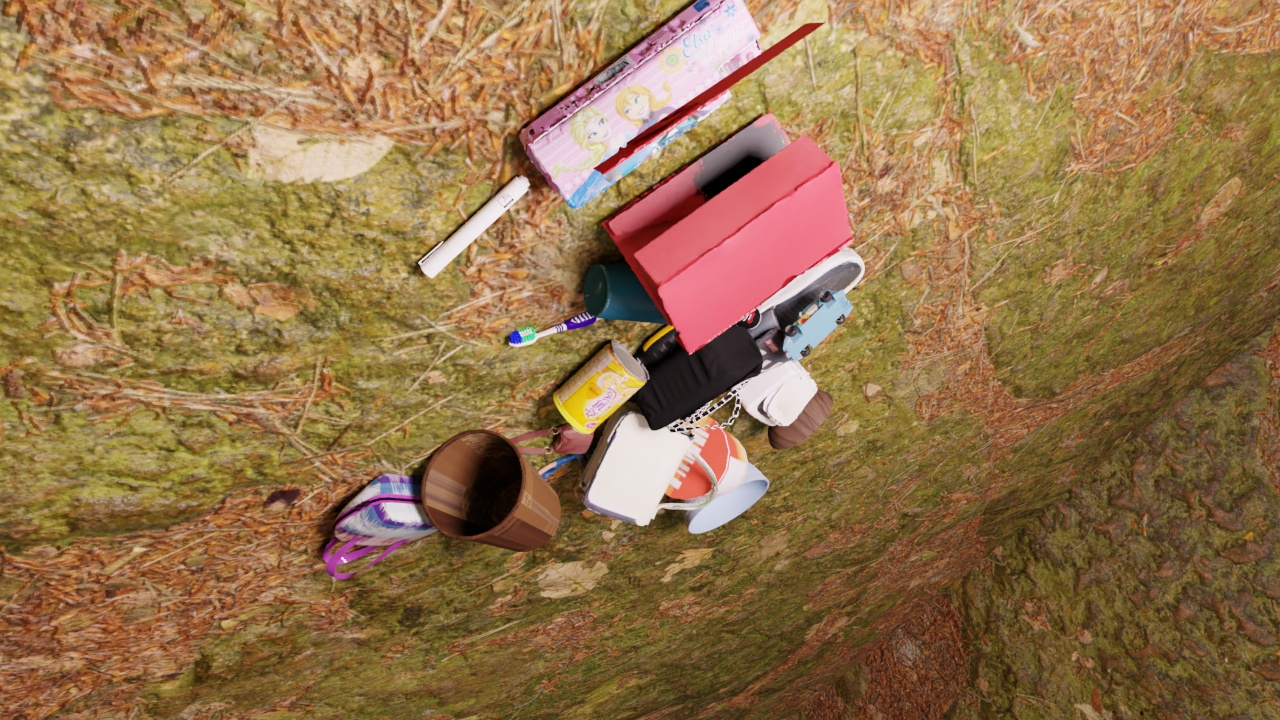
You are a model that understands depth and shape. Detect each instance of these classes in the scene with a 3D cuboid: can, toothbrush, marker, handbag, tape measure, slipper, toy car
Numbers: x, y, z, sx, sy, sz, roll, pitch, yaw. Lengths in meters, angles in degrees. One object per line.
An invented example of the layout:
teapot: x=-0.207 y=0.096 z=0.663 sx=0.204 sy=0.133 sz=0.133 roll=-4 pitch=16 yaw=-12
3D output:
can: x=0.120 y=-0.064 z=1.153 sx=0.032 sy=0.031 sz=0.080 roll=-44 pitch=145 yaw=18
toothbrush: x=-0.007 y=0.007 z=1.146 sx=0.197 sy=0.030 sz=0.031 roll=-40 pitch=131 yaw=16
toothbrush: x=-0.119 y=0.146 z=1.252 sx=0.135 sy=0.017 sz=0.021 roll=-36 pitch=143 yaw=11
marker: x=-0.156 y=-0.127 z=0.861 sx=0.134 sy=0.017 sz=0.020 roll=-40 pitch=110 yaw=12
handbag: x=0.086 y=0.033 z=1.152 sx=0.154 sy=0.114 sz=0.124 roll=-40 pitch=169 yaw=32
toothbrush: x=-0.062 y=-0.047 z=1.043 sx=0.186 sy=0.015 sz=0.016 roll=-18 pitch=140 yaw=-21
tape measure: x=-0.051 y=0.140 z=1.278 sx=0.058 sy=0.036 sz=0.066 roll=-30 pitch=147 yaw=-4
handbag: x=0.021 y=0.148 z=1.235 sx=0.176 sy=0.074 sz=0.151 roll=22 pitch=103 yaw=-14
slipper: x=0.196 y=-0.041 z=1.220 sx=0.264 sy=0.063 sz=0.111 roll=-43 pitch=145 yaw=12
handbag: x=-0.122 y=0.105 z=1.188 sx=0.119 sy=0.029 sz=0.055 roll=-4 pitch=136 yaw=-28
can: x=-0.049 y=0.033 z=1.111 sx=0.105 sy=0.067 sz=0.067 roll=-42 pitch=146 yaw=15
toy car: x=0.218 y=-0.048 z=1.170 sx=0.108 sy=0.027 sz=0.060 roll=-43 pitch=135 yaw=0
handbag: x=-0.331 y=0.216 z=1.136 sx=0.170 sy=0.068 sz=0.144 roll=-40 pitch=147 yaw=25

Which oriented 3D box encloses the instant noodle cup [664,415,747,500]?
instant noodle cup: x=0.091 y=0.144 z=1.332 sx=0.123 sy=0.123 sz=0.121 roll=-41 pitch=154 yaw=13

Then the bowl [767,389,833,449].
bowl: x=0.234 y=0.080 z=1.392 sx=0.119 sy=0.119 sz=0.032 roll=-40 pitch=106 yaw=12

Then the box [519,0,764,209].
box: x=0.007 y=-0.229 z=0.816 sx=0.230 sy=0.063 sz=0.084 roll=-35 pitch=147 yaw=5

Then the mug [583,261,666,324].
mug: x=0.003 y=-0.076 z=1.009 sx=0.121 sy=0.078 sz=0.078 roll=-1 pitch=136 yaw=-31

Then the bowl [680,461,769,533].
bowl: x=0.122 y=0.202 z=1.459 sx=0.150 sy=0.074 sz=0.151 roll=-26 pitch=154 yaw=-14

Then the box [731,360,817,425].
box: x=0.206 y=0.053 z=1.316 sx=0.102 sy=0.101 sz=0.108 roll=-40 pitch=148 yaw=14

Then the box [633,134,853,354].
box: x=0.102 y=-0.111 z=1.045 sx=0.213 sy=0.128 sz=0.425 roll=-35 pitch=179 yaw=-1

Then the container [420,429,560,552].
container: x=-0.175 y=0.174 z=1.149 sx=0.132 sy=0.132 sz=0.167 roll=-33 pitch=153 yaw=1
